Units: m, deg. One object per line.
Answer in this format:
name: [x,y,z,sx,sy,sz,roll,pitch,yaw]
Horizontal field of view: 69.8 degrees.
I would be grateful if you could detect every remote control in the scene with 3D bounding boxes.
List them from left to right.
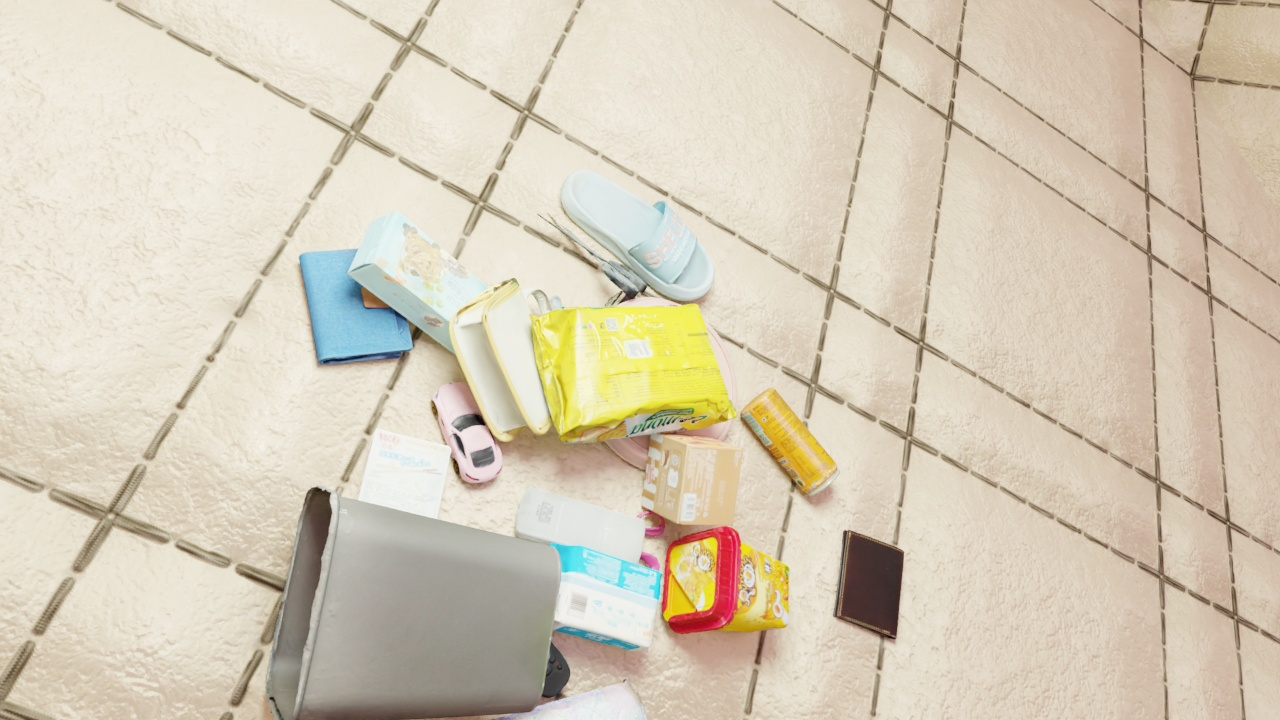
remote control: [-0.131,0.298,0.971,0.136,0.024,0.053,47,57,-1]
remote control: [-0.069,0.192,1.049,0.150,0.021,0.058,18,60,-11]

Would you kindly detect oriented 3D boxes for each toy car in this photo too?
toy car: [-0.194,0.079,1.033,0.056,0.037,0.122,-15,74,-35]
toy car: [-0.036,-0.052,1.183,0.042,0.035,0.090,40,57,-5]

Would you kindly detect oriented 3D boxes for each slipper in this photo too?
slipper: [0.005,-0.180,1.241,0.245,0.074,0.103,35,54,-8]

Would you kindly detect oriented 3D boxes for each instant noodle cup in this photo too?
instant noodle cup: [0.104,0.265,1.070,0.123,0.116,0.116,23,58,-31]

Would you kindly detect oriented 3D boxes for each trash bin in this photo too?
trash bin: [-0.208,0.231,0.843,0.219,0.199,0.198,14,79,-25]

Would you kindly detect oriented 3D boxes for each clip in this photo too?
clip: [-0.103,-0.053,1.156,0.024,0.029,0.056,-16,83,-32]

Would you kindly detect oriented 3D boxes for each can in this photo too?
can: [0.199,0.107,1.222,0.058,0.058,0.146,-39,89,-36]

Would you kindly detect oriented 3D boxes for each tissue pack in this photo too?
tissue pack: [-0.044,0.263,1.012,0.140,0.063,0.089,21,60,-18]

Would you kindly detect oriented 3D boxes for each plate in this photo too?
plate: [0.031,0.028,1.163,0.229,0.028,0.229,9,73,-29]

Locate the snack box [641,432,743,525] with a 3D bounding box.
snack box: [0.060,0.139,1.088,0.077,0.094,0.093,6,93,-27]

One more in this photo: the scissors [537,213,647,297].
scissors: [-0.057,-0.135,1.200,0.173,0.014,0.159,24,20,-41]

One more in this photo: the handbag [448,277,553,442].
handbag: [-0.141,-0.010,1.066,0.163,0.063,0.178,69,24,-18]

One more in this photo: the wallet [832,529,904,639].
wallet: [0.304,0.295,1.216,0.096,0.020,0.122,22,60,-12]

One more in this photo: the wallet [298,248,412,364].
wallet: [-0.319,-0.063,1.032,0.106,0.040,0.133,-7,73,-27]

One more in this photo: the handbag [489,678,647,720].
handbag: [-0.077,0.410,0.917,0.193,0.076,0.134,-6,70,-31]

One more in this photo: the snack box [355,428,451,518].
snack box: [-0.257,0.156,0.967,0.084,0.027,0.156,17,60,-20]

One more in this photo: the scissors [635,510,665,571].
scissors: [-0.030,0.214,1.074,0.136,0.017,0.105,2,68,-23]

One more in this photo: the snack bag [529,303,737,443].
snack bag: [-0.006,0.006,1.071,0.246,0.068,0.158,-4,69,-34]

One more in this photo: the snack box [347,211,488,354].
snack box: [-0.239,-0.083,1.033,0.175,0.052,0.074,42,49,-39]
